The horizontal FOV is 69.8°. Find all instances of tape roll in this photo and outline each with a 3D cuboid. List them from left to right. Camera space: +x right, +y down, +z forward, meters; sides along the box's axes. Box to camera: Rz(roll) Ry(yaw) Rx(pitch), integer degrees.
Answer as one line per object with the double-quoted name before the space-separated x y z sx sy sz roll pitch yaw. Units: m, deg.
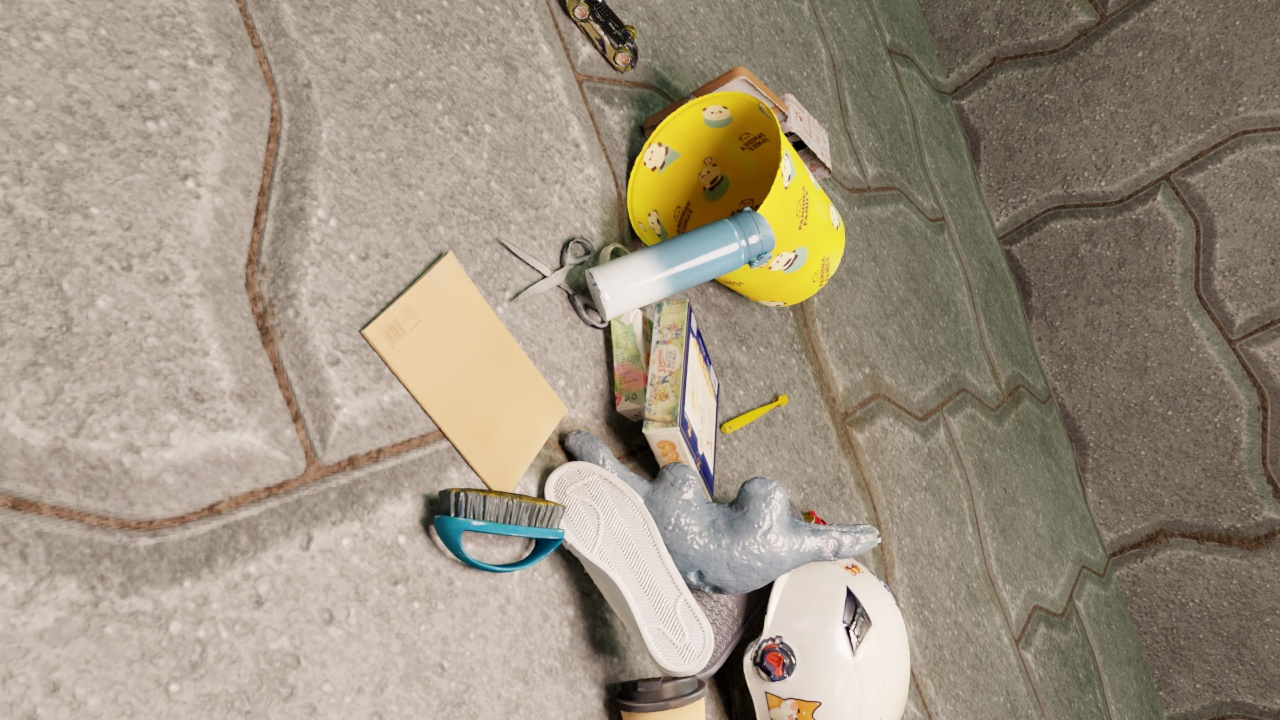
"tape roll" -0.022 -0.104 1.142 0.086 0.014 0.085 41 38 -43

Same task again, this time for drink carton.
"drink carton" -0.006 0.006 1.082 0.053 0.046 0.122 36 44 -60

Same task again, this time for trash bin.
"trash bin" 0.147 -0.202 1.263 0.255 0.230 0.229 28 50 -50

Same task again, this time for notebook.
"notebook" -0.163 0.013 0.899 0.211 0.012 0.149 55 38 -19

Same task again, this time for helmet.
"helmet" 0.225 0.351 1.045 0.229 0.157 0.274 -6 109 -56

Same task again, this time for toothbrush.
"toothbrush" 0.163 0.076 1.302 0.189 0.017 0.015 -18 88 -54

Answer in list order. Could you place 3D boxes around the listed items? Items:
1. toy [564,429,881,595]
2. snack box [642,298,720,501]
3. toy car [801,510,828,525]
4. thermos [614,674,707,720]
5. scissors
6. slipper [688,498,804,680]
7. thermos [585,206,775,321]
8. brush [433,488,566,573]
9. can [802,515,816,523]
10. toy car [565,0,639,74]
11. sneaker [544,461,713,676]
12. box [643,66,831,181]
"toy" 0.078 0.179 0.975 0.091 0.356 0.138 -178 -77 -88
"snack box" 0.052 0.053 1.080 0.178 0.046 0.182 66 25 -50
"toy car" 0.252 0.244 1.277 0.049 0.031 0.106 63 1 -11
"thermos" 0.027 0.376 0.897 0.092 0.093 0.143 0 80 -53
"scissors" -0.093 -0.097 1.050 0.181 0.014 0.159 43 41 -34
"slipper" 0.093 0.253 1.068 0.110 0.084 0.267 49 55 -9
"thermos" 0.048 -0.112 1.059 0.070 0.220 0.070 158 -89 -82
"brush" -0.127 0.156 0.835 0.143 0.055 0.073 20 72 -48
"can" 0.215 0.271 1.212 0.075 0.075 0.111 -25 93 -55
"toy car" -0.056 -0.471 1.280 0.158 0.042 0.070 43 42 -33
"sneaker" -0.008 0.205 0.912 0.242 0.089 0.091 53 -9 23
"box" 0.147 -0.331 1.360 0.260 0.177 0.082 27 52 -44
